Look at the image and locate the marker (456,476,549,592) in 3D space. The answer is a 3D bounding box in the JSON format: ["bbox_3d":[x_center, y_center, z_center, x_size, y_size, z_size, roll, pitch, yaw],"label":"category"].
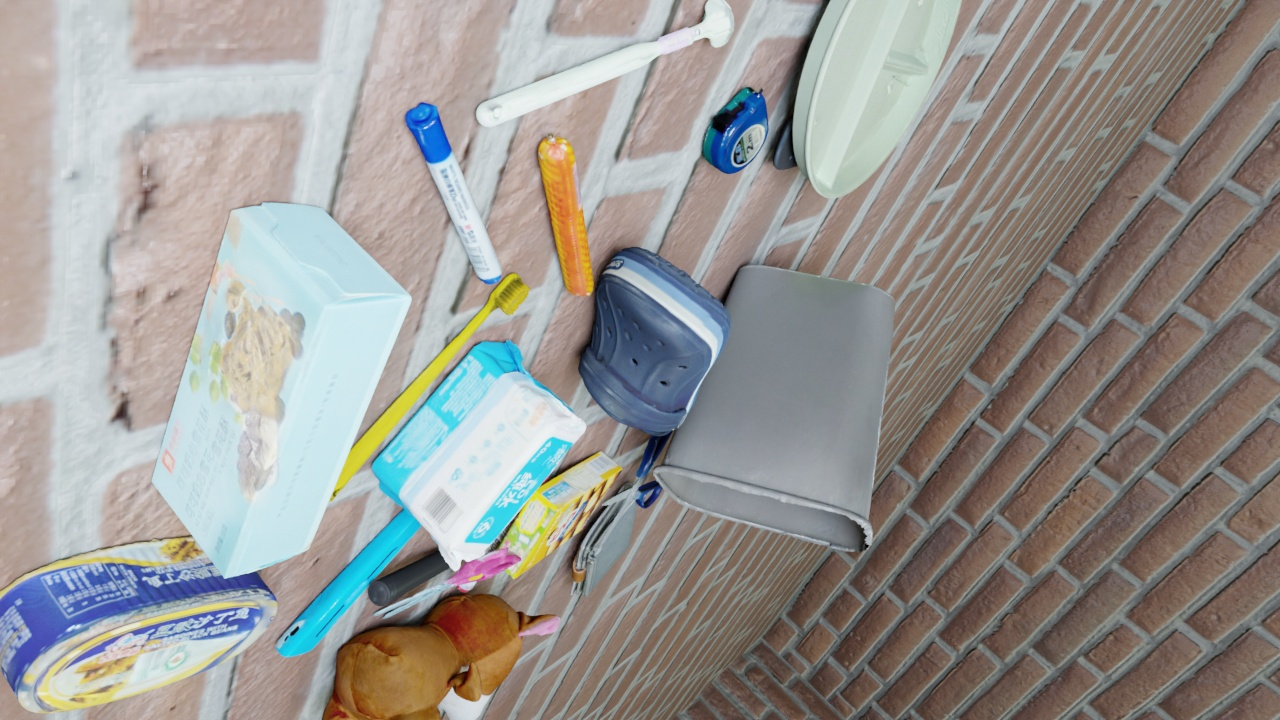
[{"bbox_3d":[-0.128,0.157,0.842,0.145,0.017,0.017,-55,157,17],"label":"marker"}]

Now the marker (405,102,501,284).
[{"bbox_3d":[-0.098,-0.084,0.500,0.016,0.017,0.146,-42,157,-15],"label":"marker"}]

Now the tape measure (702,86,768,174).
[{"bbox_3d":[0.069,-0.165,0.668,0.054,0.025,0.058,-43,154,-9],"label":"tape measure"}]

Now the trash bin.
[{"bbox_3d":[0.144,0.047,0.872,0.199,0.199,0.219,59,46,-67],"label":"trash bin"}]

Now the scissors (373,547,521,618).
[{"bbox_3d":[-0.164,0.195,0.792,0.138,0.017,0.076,-29,159,10],"label":"scissors"}]

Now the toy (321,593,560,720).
[{"bbox_3d":[-0.174,0.274,0.819,0.199,0.140,0.130,-26,113,-57],"label":"toy"}]

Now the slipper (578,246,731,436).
[{"bbox_3d":[-0.004,0.004,0.705,0.095,0.105,0.253,-51,170,-19],"label":"slipper"}]

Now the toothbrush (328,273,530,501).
[{"bbox_3d":[-0.139,0.018,0.592,0.190,0.016,0.015,-48,157,-1],"label":"toothbrush"}]

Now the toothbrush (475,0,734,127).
[{"bbox_3d":[-0.015,-0.167,0.518,0.189,0.020,0.029,-33,123,-31],"label":"toothbrush"}]

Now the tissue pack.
[{"bbox_3d":[-0.109,0.062,0.623,0.140,0.090,0.063,-50,158,2],"label":"tissue pack"}]

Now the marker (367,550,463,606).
[{"bbox_3d":[-0.173,0.170,0.747,0.131,0.022,0.020,-13,103,-69],"label":"marker"}]

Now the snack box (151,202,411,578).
[{"bbox_3d":[-0.177,0.017,0.442,0.051,0.074,0.175,-15,140,-55],"label":"snack box"}]

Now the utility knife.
[{"bbox_3d":[-0.201,0.150,0.695,0.185,0.018,0.034,-48,158,-5],"label":"utility knife"}]

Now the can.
[{"bbox_3d":[-0.273,0.142,0.503,0.075,0.049,0.148,-54,157,13],"label":"can"}]

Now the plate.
[{"bbox_3d":[0.189,-0.240,0.725,0.229,0.027,0.231,-40,148,-32],"label":"plate"}]

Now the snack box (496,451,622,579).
[{"bbox_3d":[-0.076,0.143,0.869,0.087,0.034,0.140,-57,164,21],"label":"snack box"}]

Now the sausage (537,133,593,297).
[{"bbox_3d":[-0.046,-0.086,0.587,0.021,0.021,0.165,-41,157,-19],"label":"sausage"}]

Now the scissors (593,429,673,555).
[{"bbox_3d":[-0.002,0.136,0.991,0.175,0.012,0.162,-62,160,-11],"label":"scissors"}]

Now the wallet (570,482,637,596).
[{"bbox_3d":[-0.045,0.211,1.062,0.106,0.037,0.130,-47,160,-34],"label":"wallet"}]

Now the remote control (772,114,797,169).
[{"bbox_3d":[0.146,-0.192,0.766,0.136,0.024,0.053,-28,145,-45],"label":"remote control"}]
